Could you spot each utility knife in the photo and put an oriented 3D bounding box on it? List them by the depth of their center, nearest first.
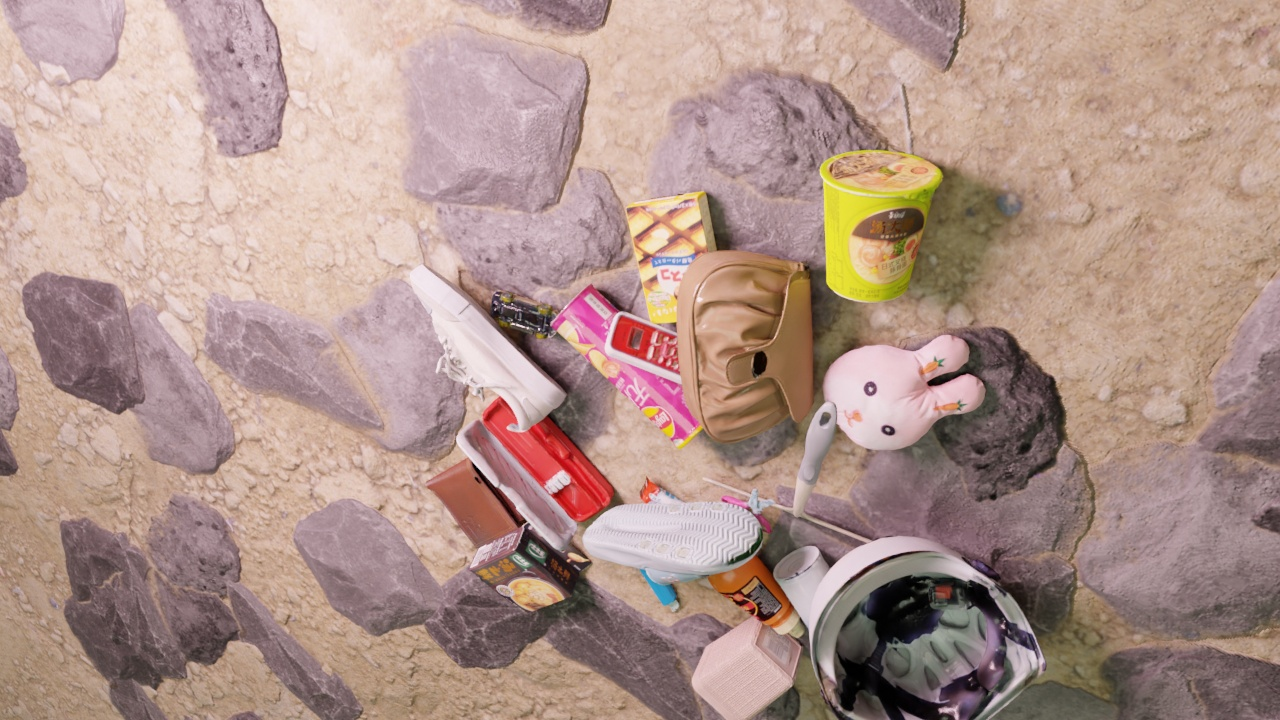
[{"bbox_3d":[0.010,0.272,1.222,0.034,0.018,0.159,-21,106,34],"label":"utility knife"}]

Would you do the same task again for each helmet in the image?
[{"bbox_3d":[0.294,0.293,1.017,0.258,0.145,0.229,40,100,-12],"label":"helmet"}]

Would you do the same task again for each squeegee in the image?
[{"bbox_3d":[0.184,0.127,1.001,0.246,0.039,0.247,20,146,14],"label":"squeegee"}]

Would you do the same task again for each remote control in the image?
[{"bbox_3d":[0.028,-0.009,1.037,0.136,0.055,0.020,22,153,-10],"label":"remote control"}]

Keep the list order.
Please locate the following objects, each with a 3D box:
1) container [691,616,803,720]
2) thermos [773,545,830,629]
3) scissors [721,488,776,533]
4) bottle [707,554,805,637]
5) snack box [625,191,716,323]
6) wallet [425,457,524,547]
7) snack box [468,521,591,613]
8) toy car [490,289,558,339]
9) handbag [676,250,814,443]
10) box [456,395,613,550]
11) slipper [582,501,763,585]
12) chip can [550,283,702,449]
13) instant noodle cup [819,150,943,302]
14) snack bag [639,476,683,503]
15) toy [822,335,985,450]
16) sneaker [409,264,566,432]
[{"bbox_3d":[0.142,0.393,1.181,0.090,0.089,0.111,43,119,1],"label":"container"},{"bbox_3d":[0.243,0.332,1.118,0.070,0.070,0.220,-27,101,31],"label":"thermos"},{"bbox_3d":[0.141,0.179,1.079,0.083,0.017,0.138,40,160,-2],"label":"scissors"},{"bbox_3d":[0.150,0.294,1.148,0.149,0.066,0.067,44,123,-9],"label":"bottle"},{"bbox_3d":[0.041,-0.112,1.018,0.087,0.033,0.140,-3,114,26],"label":"snack box"},{"bbox_3d":[-0.233,0.200,1.289,0.101,0.032,0.124,-31,99,34],"label":"wallet"},{"bbox_3d":[-0.153,0.285,1.268,0.126,0.053,0.113,-30,116,37],"label":"snack box"},{"bbox_3d":[-0.139,-0.058,1.121,0.090,0.035,0.042,19,121,14],"label":"toy car"},{"bbox_3d":[0.116,-0.013,0.974,0.147,0.099,0.205,-11,114,-11],"label":"handbag"},{"bbox_3d":[-0.139,0.143,1.178,0.201,0.101,0.095,48,124,-3],"label":"box"},{"bbox_3d":[0.034,0.226,1.109,0.246,0.103,0.074,-4,119,39],"label":"slipper"},{"bbox_3d":[-0.006,0.006,1.072,0.210,0.071,0.072,44,123,1],"label":"chip can"},{"bbox_3d":[0.227,-0.126,0.891,0.112,0.111,0.124,10,125,19],"label":"instant noodle cup"},{"bbox_3d":[0.043,0.188,1.161,0.104,0.026,0.048,30,142,7],"label":"snack bag"},{"bbox_3d":[0.276,0.032,0.972,0.160,0.054,0.121,-23,103,23],"label":"toy"},{"bbox_3d":[-0.205,-0.009,1.128,0.091,0.089,0.242,-44,98,-1],"label":"sneaker"}]
